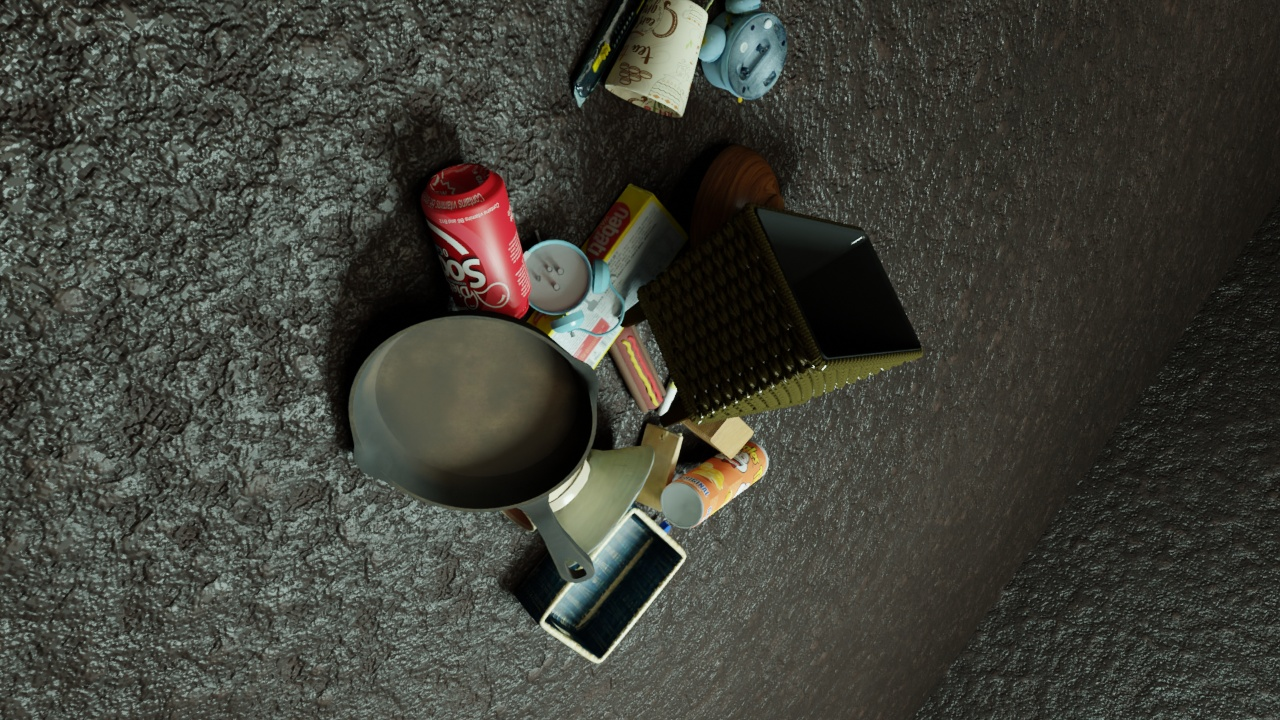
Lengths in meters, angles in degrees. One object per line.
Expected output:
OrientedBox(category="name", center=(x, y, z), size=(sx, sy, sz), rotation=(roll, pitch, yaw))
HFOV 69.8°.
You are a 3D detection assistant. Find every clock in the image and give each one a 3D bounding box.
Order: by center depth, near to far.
OrientedBox(category="clock", center=(-0.070, -0.071, 0.922), size=(0.123, 0.042, 0.087), rotation=(35, 87, -8))
OrientedBox(category="clock", center=(0.102, -0.333, 0.962), size=(0.088, 0.052, 0.124), rotation=(-52, 140, -4))

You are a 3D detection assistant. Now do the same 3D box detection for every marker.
OrientedBox(category="marker", center=(0.051, 0.011, 1.170), size=(0.014, 0.014, 0.132), rotation=(7, 110, -48))

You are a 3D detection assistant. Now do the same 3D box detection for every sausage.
OrientedBox(category="sausage", center=(-0.006, 0.006, 1.088), size=(0.040, 0.040, 0.156), rotation=(-43, 139, -16))

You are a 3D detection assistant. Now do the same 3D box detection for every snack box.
OrientedBox(category="snack box", center=(-0.036, -0.084, 0.994), size=(0.200, 0.042, 0.092), rotation=(-54, 141, -3))

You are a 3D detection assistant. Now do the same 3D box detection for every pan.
OrientedBox(category="pan", center=(-0.131, 0.094, 0.907), size=(0.249, 0.043, 0.356), rotation=(-21, 123, 10))

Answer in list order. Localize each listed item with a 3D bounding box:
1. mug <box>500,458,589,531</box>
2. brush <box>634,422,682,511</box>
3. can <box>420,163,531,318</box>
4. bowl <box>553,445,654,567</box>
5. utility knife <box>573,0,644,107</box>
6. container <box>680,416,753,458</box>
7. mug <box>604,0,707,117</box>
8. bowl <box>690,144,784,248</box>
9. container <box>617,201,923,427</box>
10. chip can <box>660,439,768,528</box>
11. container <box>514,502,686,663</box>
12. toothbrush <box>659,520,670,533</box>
OrientedBox(category="mug", center=(-0.105, 0.127, 1.012), size=(0.104, 0.112, 0.085), rotation=(-48, 127, -24))
OrientedBox(category="brush", center=(0.023, 0.137, 1.201), size=(0.039, 0.049, 0.117), rotation=(-33, 139, -60))
OrientedBox(category="can", center=(-0.148, -0.103, 0.839), size=(0.074, 0.074, 0.143), rotation=(-34, 136, -26))
OrientedBox(category="bowl", center=(-0.061, 0.155, 1.082), size=(0.058, 0.177, 0.176), rotation=(39, 83, -10))
OrientedBox(category="utility knife", center=(-0.022, -0.320, 0.869), size=(0.028, 0.020, 0.171), rotation=(22, 100, -49))
OrientedBox(category="container", center=(0.102, 0.084, 1.225), size=(0.063, 0.061, 0.114), rotation=(-49, 147, -1))
OrientedBox(category="mug", center=(0.027, -0.296, 0.903), size=(0.097, 0.081, 0.121), rotation=(-69, 163, 7))
OrientedBox(category="bowl", center=(0.123, -0.167, 1.052), size=(0.146, 0.069, 0.147), rotation=(-41, 143, -43))
OrientedBox(category="container", center=(0.146, -0.036, 1.032), size=(0.206, 0.176, 0.320), rotation=(-30, 166, 31))
OrientedBox(category="chip can", center=(0.105, 0.164, 1.247), size=(0.209, 0.062, 0.062), rotation=(-21, 131, -57))
OrientedBox(category="container", center=(-0.050, 0.276, 1.185), size=(0.187, 0.071, 0.145), rotation=(-49, 131, -9))
OrientedBox(category="toothbrush", center=(-0.022, 0.296, 1.263), size=(0.186, 0.011, 0.016), rotation=(-48, 139, -13))
